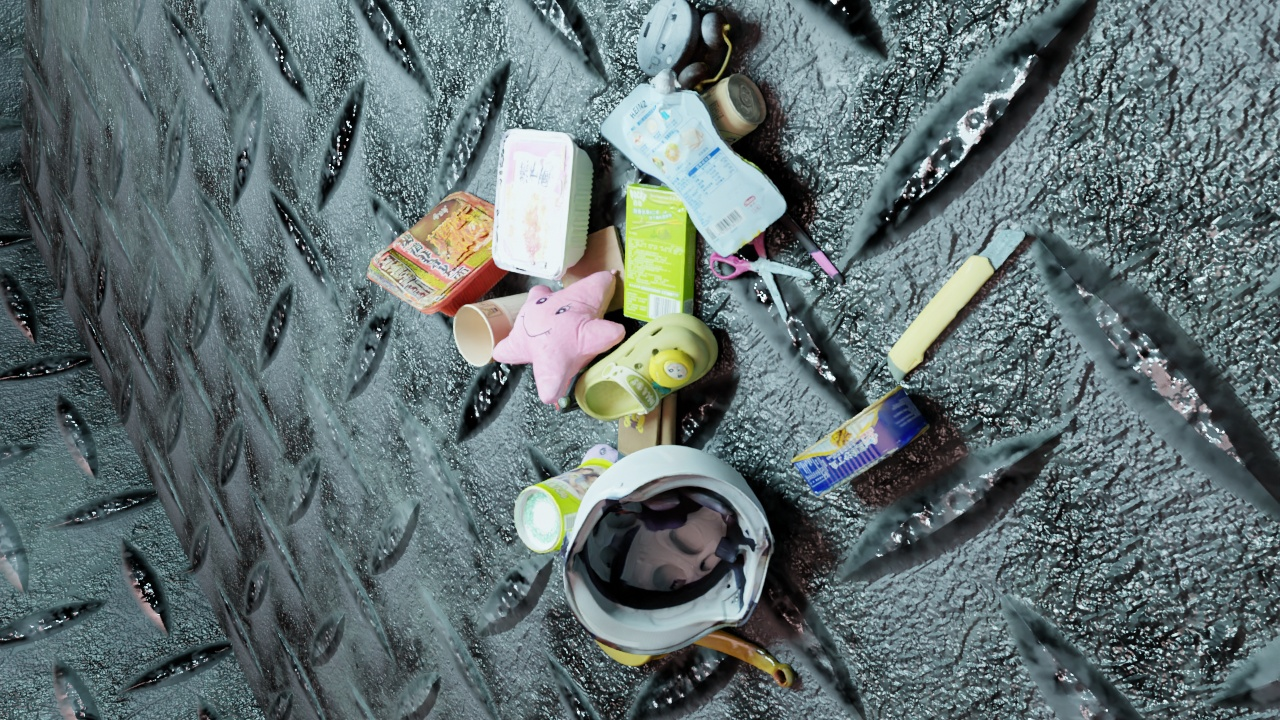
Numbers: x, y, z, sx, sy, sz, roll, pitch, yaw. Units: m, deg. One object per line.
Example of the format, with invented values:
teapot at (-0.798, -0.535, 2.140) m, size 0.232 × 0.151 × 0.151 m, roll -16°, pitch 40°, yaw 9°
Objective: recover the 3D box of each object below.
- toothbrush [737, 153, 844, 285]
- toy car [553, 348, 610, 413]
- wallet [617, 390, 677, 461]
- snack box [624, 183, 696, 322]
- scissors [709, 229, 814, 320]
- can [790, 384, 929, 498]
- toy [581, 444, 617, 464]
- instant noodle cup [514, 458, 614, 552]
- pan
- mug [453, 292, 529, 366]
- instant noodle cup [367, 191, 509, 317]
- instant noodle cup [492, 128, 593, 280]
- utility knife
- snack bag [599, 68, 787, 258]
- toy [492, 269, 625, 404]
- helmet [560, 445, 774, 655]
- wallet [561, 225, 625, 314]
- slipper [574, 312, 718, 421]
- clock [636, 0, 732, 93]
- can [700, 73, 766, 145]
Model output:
toothbrush at (0.143, -0.147, 0.931) m, size 0.189 × 0.017 × 0.014 m, roll 53°, pitch 132°, yaw 17°
toy car at (-0.079, 0.018, 1.182) m, size 0.045 × 0.052 × 0.121 m, roll 52°, pitch 134°, yaw 23°
wallet at (0.008, 0.084, 1.134) m, size 0.090 × 0.033 × 0.115 m, roll 18°, pitch 112°, yaw 41°
snack box at (0.022, -0.119, 1.048) m, size 0.086 × 0.026 × 0.156 m, roll 15°, pitch 114°, yaw 34°
scissors at (0.122, -0.102, 0.970) m, size 0.131 × 0.017 × 0.133 m, roll -21°, pitch 92°, yaw 44°
can at (0.213, 0.081, 0.898) m, size 0.049 × 0.074 × 0.149 m, roll 56°, pitch 135°, yaw 11°
toy at (-0.037, 0.158, 1.191) m, size 0.084 × 0.039 × 0.108 m, roll -49°, pitch 67°, yaw 12°
instant noodle cup at (-0.087, 0.184, 1.129) m, size 0.112 × 0.123 × 0.112 m, roll 4°, pitch 96°, yaw 39°
pan at (0.039, 0.328, 1.176) m, size 0.358 × 0.078 × 0.198 m, roll 25°, pitch 121°, yaw 45°
mug at (-0.171, -0.038, 1.215) m, size 0.115 × 0.105 × 0.082 m, roll 27°, pitch 122°, yaw 36°
instant noodle cup at (-0.256, -0.138, 1.249) m, size 0.164 × 0.188 × 0.079 m, roll 31°, pitch 159°, yaw 36°
instant noodle cup at (-0.115, -0.192, 1.128) m, size 0.138 × 0.060 × 0.173 m, roll 17°, pitch 104°, yaw 41°
utility knife at (0.277, -0.049, 0.827) m, size 0.031 × 0.020 × 0.189 m, roll 47°, pitch 138°, yaw 18°
snack bag at (0.053, -0.196, 0.920) m, size 0.191 × 0.038 × 0.111 m, roll 48°, pitch 141°, yaw -7°
toy at (-0.094, -0.046, 1.110) m, size 0.074 × 0.178 × 0.194 m, roll 47°, pitch 174°, yaw -40°
helmet at (0.026, 0.199, 1.047) m, size 0.229 × 0.145 × 0.259 m, roll 16°, pitch 122°, yaw -8°
wallet at (-0.058, -0.105, 1.144) m, size 0.116 × 0.020 × 0.101 m, roll -12°, pitch 94°, yaw 43°
slipper at (0.005, 0.025, 1.044) m, size 0.191 × 0.081 × 0.091 m, roll -32°, pitch 120°, yaw 27°
clock at (0.048, -0.315, 0.923) m, size 0.122 × 0.055 × 0.082 m, roll 42°, pitch 115°, yaw 44°
can at (0.069, -0.241, 0.942) m, size 0.117 × 0.058 × 0.058 m, roll -25°, pitch 86°, yaw 47°
